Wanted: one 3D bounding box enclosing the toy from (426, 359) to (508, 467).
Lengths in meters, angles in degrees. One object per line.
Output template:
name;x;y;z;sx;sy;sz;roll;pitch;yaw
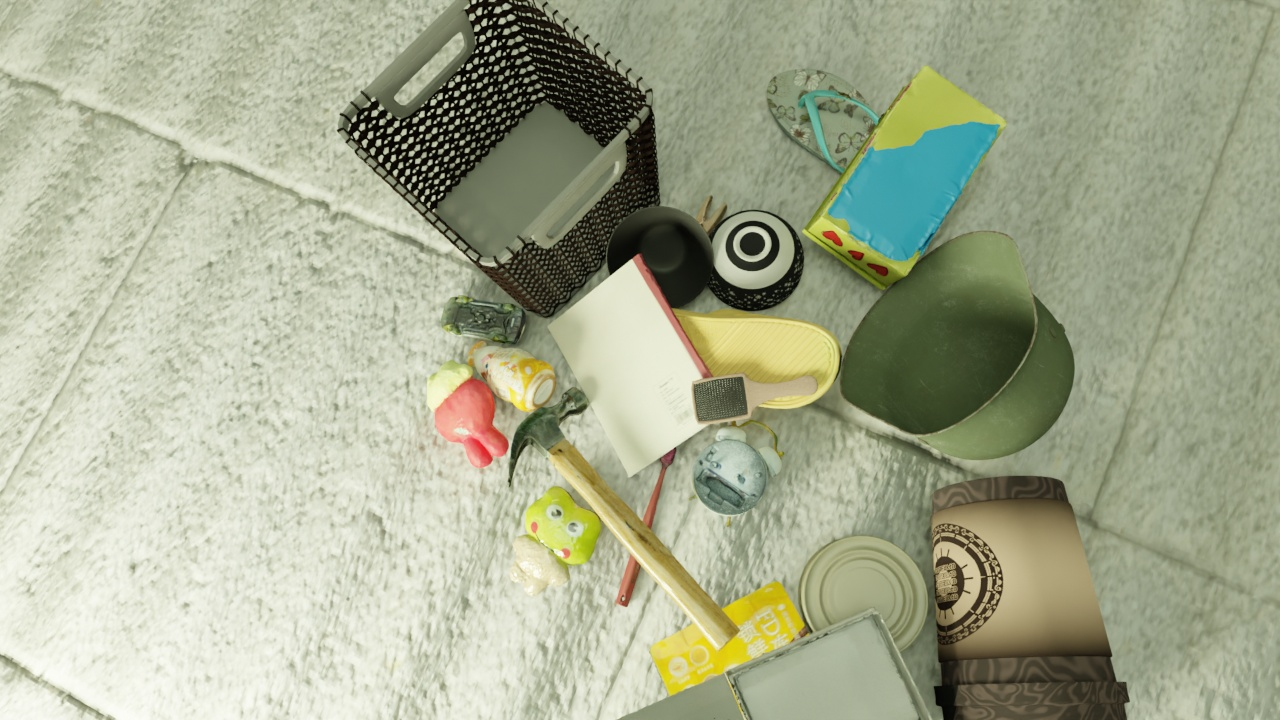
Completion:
toy;-0.202;0.062;1.068;0.092;0.045;0.135;-46;73;30

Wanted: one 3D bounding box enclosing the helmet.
helmet;0.342;0.009;0.934;0.154;0.267;0.227;39;112;-13

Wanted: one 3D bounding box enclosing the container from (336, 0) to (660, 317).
container;-0.133;-0.220;1.034;0.245;0.244;0.247;42;85;15

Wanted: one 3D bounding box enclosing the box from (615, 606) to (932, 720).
box;0.073;0.377;0.835;0.418;0.108;0.166;-20;71;-12

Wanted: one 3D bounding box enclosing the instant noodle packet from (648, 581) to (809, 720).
instant noodle packet;0.127;0.362;0.948;0.163;0.084;0.221;-28;68;0

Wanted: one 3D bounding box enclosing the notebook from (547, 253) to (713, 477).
notebook;-0.006;0.006;1.047;0.153;0.012;0.208;-36;74;25

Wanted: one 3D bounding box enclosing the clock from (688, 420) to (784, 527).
clock;0.107;0.120;1.014;0.083;0.057;0.117;34;83;15

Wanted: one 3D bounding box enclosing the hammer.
hammer;-0.019;0.179;0.999;0.132;0.033;0.330;-35;70;-26

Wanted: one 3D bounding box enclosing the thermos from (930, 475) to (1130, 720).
thermos;0.366;0.238;0.900;0.173;0.173;0.225;-4;69;7

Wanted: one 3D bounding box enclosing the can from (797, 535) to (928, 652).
can;0.230;0.247;0.957;0.128;0.073;0.127;-2;76;7

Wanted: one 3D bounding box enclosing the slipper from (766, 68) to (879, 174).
slipper;0.259;-0.263;1.092;0.098;0.055;0.268;-39;76;-5

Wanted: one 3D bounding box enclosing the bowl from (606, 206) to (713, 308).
bowl;0.024;-0.126;1.078;0.124;0.052;0.124;2;113;5

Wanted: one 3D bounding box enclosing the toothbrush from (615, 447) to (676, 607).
toothbrush;0.007;0.183;1.033;0.016;0.016;0.189;16;79;10

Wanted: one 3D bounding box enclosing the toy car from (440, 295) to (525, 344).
toy car;-0.188;-0.048;1.108;0.105;0.033;0.048;10;80;15

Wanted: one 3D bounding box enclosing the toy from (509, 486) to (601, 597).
toy;-0.101;0.206;1.028;0.092;0.043;0.117;35;84;13

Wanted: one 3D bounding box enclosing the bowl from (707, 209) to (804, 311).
bowl;0.130;-0.124;1.066;0.120;0.066;0.120;-2;76;7

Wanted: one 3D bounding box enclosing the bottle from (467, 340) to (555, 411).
bottle;-0.153;0.014;1.073;0.109;0.063;0.063;28;81;26

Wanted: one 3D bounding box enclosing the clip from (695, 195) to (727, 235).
clip;0.087;-0.166;1.107;0.045;0.025;0.061;23;87;14

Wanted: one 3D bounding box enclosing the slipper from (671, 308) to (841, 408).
slipper;0.102;-0.008;1.036;0.264;0.078;0.099;10;95;27

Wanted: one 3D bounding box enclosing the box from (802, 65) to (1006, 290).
box;0.295;-0.203;1.032;0.124;0.079;0.221;33;83;0

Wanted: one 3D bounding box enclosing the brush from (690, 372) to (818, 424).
brush;0.119;0.035;0.971;0.136;0.015;0.050;-10;82;18
